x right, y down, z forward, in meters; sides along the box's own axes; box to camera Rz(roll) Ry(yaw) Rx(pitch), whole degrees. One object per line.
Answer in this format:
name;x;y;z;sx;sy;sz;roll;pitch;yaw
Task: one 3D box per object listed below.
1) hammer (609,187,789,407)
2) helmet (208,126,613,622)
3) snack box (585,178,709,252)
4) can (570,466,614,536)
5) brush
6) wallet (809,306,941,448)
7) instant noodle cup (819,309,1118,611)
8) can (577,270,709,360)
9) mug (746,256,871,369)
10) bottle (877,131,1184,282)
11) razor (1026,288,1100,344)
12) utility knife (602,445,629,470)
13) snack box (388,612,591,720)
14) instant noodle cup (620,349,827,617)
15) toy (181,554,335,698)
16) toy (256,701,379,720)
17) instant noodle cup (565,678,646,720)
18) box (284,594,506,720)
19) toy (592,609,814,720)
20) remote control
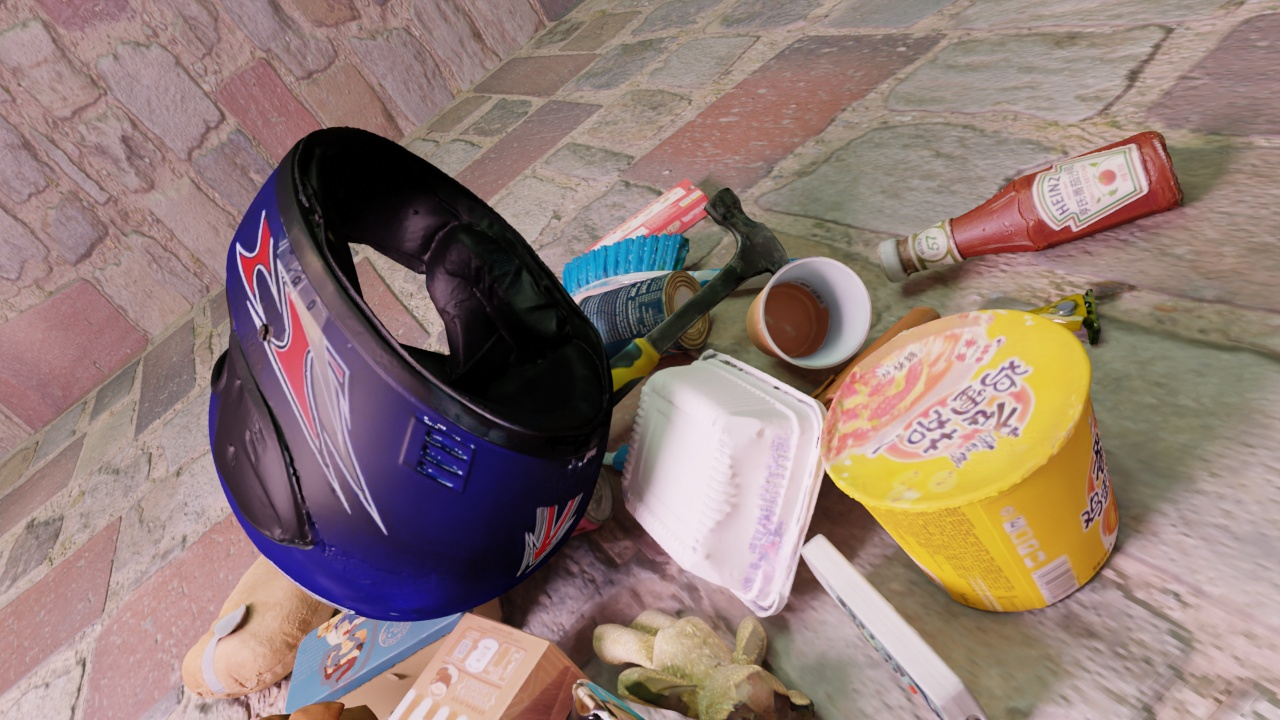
hammer;-0.005;0.005;0.787;0.323;0.126;0.032;-42;-8;4
helmet;-0.176;0.028;0.636;0.241;0.315;0.246;-48;-21;27
snack box;0.009;-0.153;1.079;0.153;0.025;0.075;-35;27;2
can;-0.096;0.126;0.748;0.148;0.058;0.057;-22;32;25
brush;0.039;-0.088;0.930;0.315;0.060;0.109;-14;41;32
wallet;0.136;0.023;0.608;0.131;0.031;0.108;-36;-9;-41
instant noodle cup;0.182;0.057;0.489;0.138;0.110;0.137;-27;30;17
can;0.002;-0.037;0.863;0.111;0.075;0.075;-13;36;36
mug;0.119;-0.033;0.694;0.078;0.078;0.123;-38;2;-2
bottle;0.277;-0.105;0.674;0.207;0.060;0.059;-18;34;30
razor;0.239;-0.014;0.622;0.133;0.028;0.043;-20;36;32
utility knife;-0.001;0.080;0.752;0.237;0.018;0.034;-3;31;50
snack box;-0.089;0.226;0.573;0.093;0.077;0.094;0;44;47
instant noodle cup;0.042;0.069;0.594;0.173;0.060;0.138;31;110;63
toy;-0.337;0.213;0.864;0.144;0.082;0.225;-16;31;17
toy;-0.182;0.286;0.546;0.130;0.140;0.200;-21;22;-34
instant noodle cup;-0.025;0.243;0.459;0.120;0.111;0.111;-51;31;-11
box;-0.180;0.217;0.706;0.184;0.061;0.089;-35;29;7
toy;0.027;0.183;0.536;0.105;0.066;0.157;-3;6;-32
remote control;0.130;0.143;0.476;0.019;0.056;0.135;-38;29;-3
